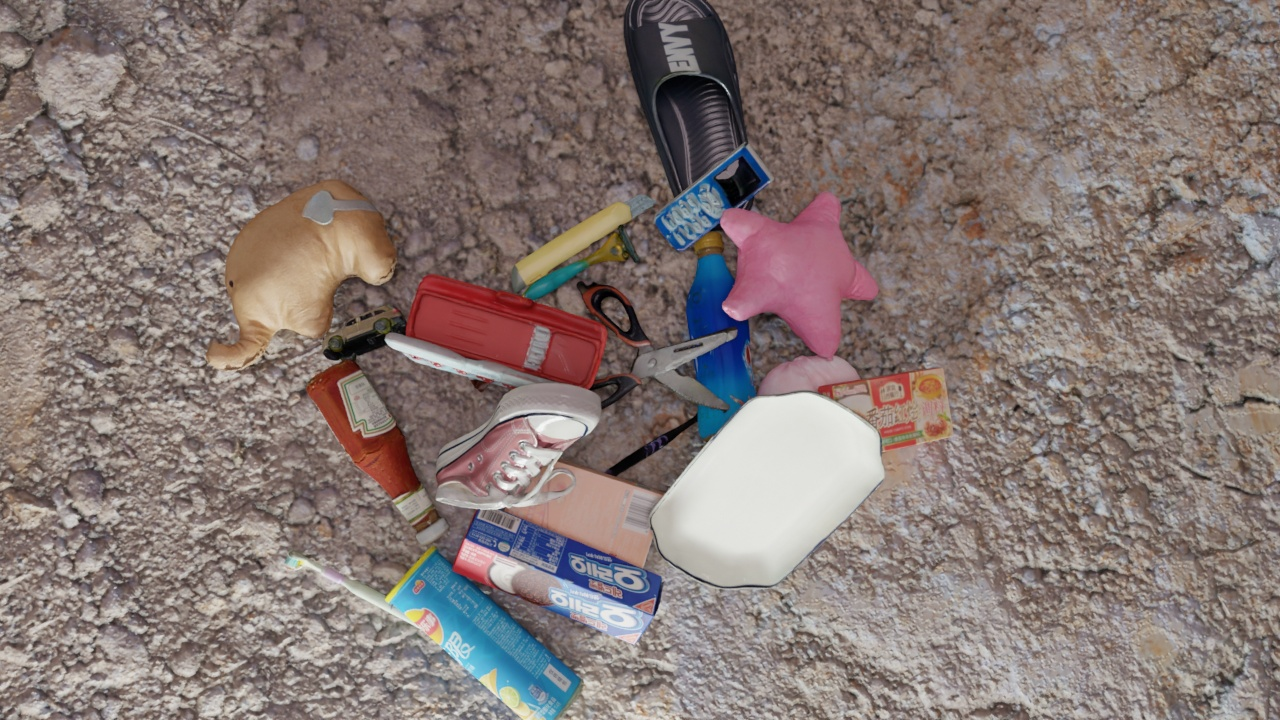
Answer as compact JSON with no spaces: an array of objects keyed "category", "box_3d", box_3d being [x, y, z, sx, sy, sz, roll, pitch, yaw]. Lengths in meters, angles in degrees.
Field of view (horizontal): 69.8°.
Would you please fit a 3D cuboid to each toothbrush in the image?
[{"category":"toothbrush","box_3d":[-0.284,0.248,0.959,0.189,0.029,0.020,27,47,-2]},{"category":"toothbrush","box_3d":[0.009,0.095,0.972,0.189,0.017,0.014,-32,90,-1]}]

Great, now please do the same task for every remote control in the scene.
[{"category":"remote control","box_3d":[0.074,-0.167,0.940,0.125,0.024,0.049,-37,108,11]}]

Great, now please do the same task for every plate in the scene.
[{"category":"plate","box_3d":[0.120,0.127,0.906,0.162,0.034,0.266,29,122,-10]}]

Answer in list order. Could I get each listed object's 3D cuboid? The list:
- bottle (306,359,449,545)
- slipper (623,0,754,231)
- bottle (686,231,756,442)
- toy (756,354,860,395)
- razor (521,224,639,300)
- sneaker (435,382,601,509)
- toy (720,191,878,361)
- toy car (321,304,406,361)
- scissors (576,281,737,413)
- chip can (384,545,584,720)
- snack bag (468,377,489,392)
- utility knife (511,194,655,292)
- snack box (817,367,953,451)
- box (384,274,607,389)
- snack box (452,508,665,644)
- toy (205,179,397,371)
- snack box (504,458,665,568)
[{"category":"bottle","box_3d":[-0.266,0.097,0.945,0.060,0.060,0.206,-32,93,-2]},{"category":"slipper","box_3d":[0.059,-0.270,0.952,0.110,0.083,0.268,-15,91,-2]},{"category":"bottle","box_3d":[0.082,-0.026,0.947,0.065,0.065,0.218,-5,78,-2]},{"category":"toy","box_3d":[0.188,0.072,0.956,0.121,0.054,0.159,-20,88,-9]},{"category":"razor","box_3d":[-0.067,-0.096,0.967,0.132,0.028,0.043,-29,111,-8]},{"category":"sneaker","box_3d":[-0.121,0.097,0.871,0.118,0.242,0.087,21,54,-35]},{"category":"toy","box_3d":[0.159,-0.081,0.937,0.194,0.075,0.178,-16,84,-29]},{"category":"toy car","box_3d":[-0.288,-0.027,0.956,0.090,0.042,0.035,-24,67,-7]},{"category":"scissors","box_3d":[-0.007,0.003,0.940,0.225,0.015,0.189,42,98,24]},{"category":"chip can","box_3d":[-0.158,0.285,0.934,0.210,0.071,0.071,42,87,0]},{"category":"snack bag","box_3d":[-0.192,-0.016,0.965,0.105,0.026,0.045,42,86,-1]},{"category":"utility knife","box_3d":[-0.063,-0.129,0.975,0.179,0.019,0.031,-31,93,4]},{"category":"snack box","box_3d":[0.254,0.053,0.943,0.152,0.025,0.075,-7,89,-28]},{"category":"box","box_3d":[-0.137,-0.023,0.902,0.201,0.100,0.094,16,87,0]},{"category":"snack box","box_3d":[-0.082,0.216,0.930,0.207,0.057,0.058,23,126,-4]},{"category":"toy","box_3d":[-0.359,-0.088,0.937,0.226,0.082,0.143,-40,76,0]},{"category":"snack box","box_3d":[-0.059,0.155,0.958,0.157,0.026,0.084,18,95,0]}]
